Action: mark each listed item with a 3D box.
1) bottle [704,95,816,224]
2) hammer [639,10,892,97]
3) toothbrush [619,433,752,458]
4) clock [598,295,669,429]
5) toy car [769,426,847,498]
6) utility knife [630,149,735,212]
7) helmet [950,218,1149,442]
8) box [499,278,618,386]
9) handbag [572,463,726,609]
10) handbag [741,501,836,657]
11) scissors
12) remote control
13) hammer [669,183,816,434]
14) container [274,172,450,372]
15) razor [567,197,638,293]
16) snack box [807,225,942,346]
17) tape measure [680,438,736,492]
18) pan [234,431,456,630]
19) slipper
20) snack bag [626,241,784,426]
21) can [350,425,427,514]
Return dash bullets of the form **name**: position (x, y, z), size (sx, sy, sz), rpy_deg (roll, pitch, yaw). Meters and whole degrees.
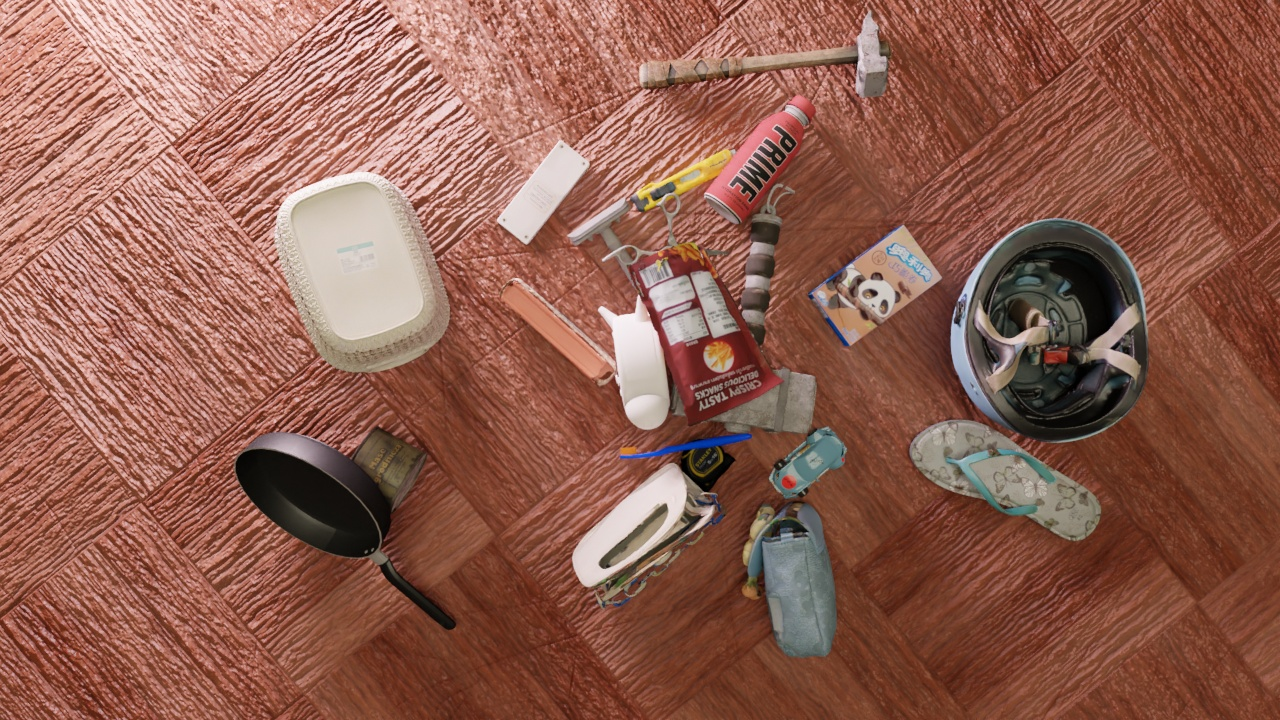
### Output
- **bottle**: position (0.159, -0.262, 1.179), size (0.062, 0.062, 0.176), rpy_deg (39, 91, -1)
- **hammer**: position (0.158, -0.381, 1.175), size (0.319, 0.049, 0.121), rpy_deg (-4, 58, 6)
- **toothbrush**: position (0.056, 0.108, 1.179), size (0.183, 0.016, 0.018), rpy_deg (-12, 83, 22)
- **clock**: position (-0.006, 0.007, 1.151), size (0.073, 0.125, 0.161), rpy_deg (-8, 85, 1)
- **toy car**: position (0.222, 0.137, 1.206), size (0.108, 0.027, 0.060), rpy_deg (-40, 92, 0)
- **utility knife**: position (0.058, -0.238, 1.203), size (0.151, 0.017, 0.030), rpy_deg (-27, 101, -3)
- **helmet**: position (0.488, -0.038, 1.135), size (0.225, 0.167, 0.265), rpy_deg (2, 93, -3)
- **box**: position (-0.106, -0.037, 1.190), size (0.187, 0.056, 0.059), rpy_deg (40, 59, -3)
- **handbag**: position (0.012, 0.224, 1.123), size (0.201, 0.199, 0.093), rpy_deg (-42, 95, 3)
- **handbag**: position (0.186, 0.278, 1.172), size (0.119, 0.121, 0.192), rpy_deg (-7, 93, 16)
- **scissors**: position (0.032, -0.142, 1.184), size (0.174, 0.014, 0.141), rpy_deg (-13, 101, -16)
- **remote control**: position (-0.127, -0.220, 1.202), size (0.050, 0.011, 0.136), rpy_deg (38, 91, -2)
- **hammer**: position (0.146, -0.068, 1.182), size (0.177, 0.079, 0.326), rpy_deg (9, 86, -1)
- **container**: position (-0.345, -0.113, 1.137), size (0.184, 0.143, 0.246), rpy_deg (-22, 92, -13)
- **razor**: position (-0.026, -0.139, 1.193), size (0.088, 0.047, 0.116), rpy_deg (-34, 99, 0)
- **snack box**: position (0.305, -0.097, 1.198), size (0.151, 0.034, 0.087), rpy_deg (-36, 92, 0)
- **tape measure**: position (0.083, 0.133, 1.202), size (0.061, 0.034, 0.061), rpy_deg (45, 81, -5)
- **pan**: position (-0.354, 0.219, 1.160), size (0.205, 0.043, 0.355), rpy_deg (-23, 118, 41)
- **slipper**: position (0.487, 0.153, 1.199), size (0.269, 0.055, 0.098), rpy_deg (24, 89, -3)
- **snack bag**: position (0.074, -0.039, 1.102), size (0.138, 0.067, 0.208), rpy_deg (-20, 76, -28)
- **can**: position (-0.327, 0.139, 1.169), size (0.074, 0.090, 0.090), rpy_deg (29, 91, -2)
